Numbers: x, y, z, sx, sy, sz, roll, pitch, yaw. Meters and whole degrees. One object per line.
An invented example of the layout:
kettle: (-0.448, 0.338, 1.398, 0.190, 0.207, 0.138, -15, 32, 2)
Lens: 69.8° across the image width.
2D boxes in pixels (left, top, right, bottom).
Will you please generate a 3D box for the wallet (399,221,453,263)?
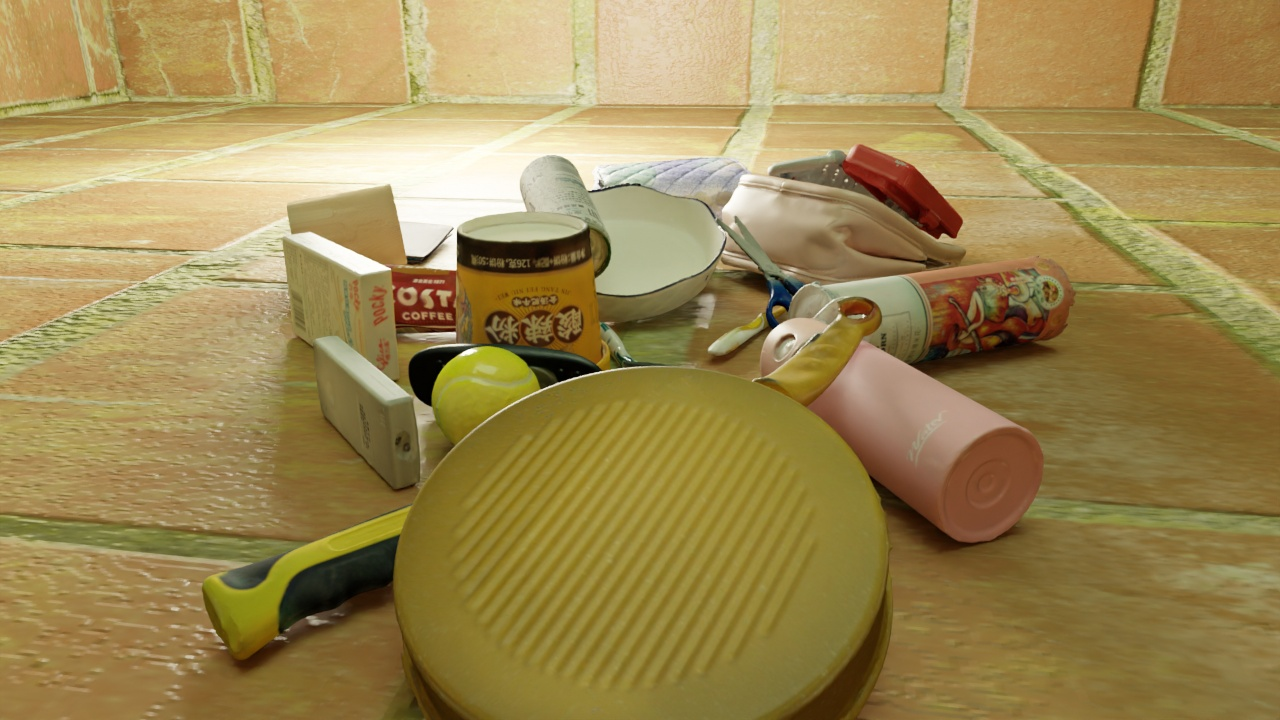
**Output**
wallet: (-0.274, -0.133, 1.039, 0.096, 0.020, 0.122, 2, 23, 6)

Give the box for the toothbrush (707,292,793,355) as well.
toothbrush: (0.101, -0.036, 0.770, 0.016, 0.018, 0.190, 10, 21, 29)

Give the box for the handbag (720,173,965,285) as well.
handbag: (0.216, -0.116, 0.910, 0.233, 0.093, 0.193, 4, 13, -31)

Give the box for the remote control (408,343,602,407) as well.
remote control: (-0.086, 0.012, 0.603, 0.136, 0.053, 0.024, 4, 30, 11)

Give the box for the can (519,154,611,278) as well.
can: (-0.067, -0.125, 0.797, 0.058, 0.058, 0.146, -6, 36, -13)

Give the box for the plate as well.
plate: (-0.023, -0.100, 0.848, 0.205, 0.046, 0.204, -2, 35, 1)

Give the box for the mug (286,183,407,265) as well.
mug: (-0.303, -0.137, 0.952, 0.103, 0.084, 0.124, -12, 22, -14)

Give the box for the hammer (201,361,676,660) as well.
hammer: (-0.057, 0.067, 0.482, 0.322, 0.032, 0.126, -18, 34, -35)

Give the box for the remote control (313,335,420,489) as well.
remote control: (-0.170, 0.028, 0.562, 0.019, 0.056, 0.135, -14, 24, -33)

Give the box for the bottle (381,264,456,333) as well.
bottle: (-0.152, -0.048, 0.758, 0.175, 0.057, 0.057, 3, 21, 9)

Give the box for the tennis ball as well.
tennis ball: (-0.093, 0.024, 0.557, 0.065, 0.065, 0.065, -1, 21, 0)

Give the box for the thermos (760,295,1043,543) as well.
thermos: (0.144, 0.021, 0.535, 0.067, 0.087, 0.198, 36, 5, -28)

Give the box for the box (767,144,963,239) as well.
box: (0.238, -0.173, 0.950, 0.161, 0.058, 0.200, 16, 2, 33)

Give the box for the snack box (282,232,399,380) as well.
snack box: (-0.234, -0.043, 0.709, 0.026, 0.085, 0.157, -15, 26, -37)

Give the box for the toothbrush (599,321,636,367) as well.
toothbrush: (-0.004, 0.004, 0.678, 0.018, 0.016, 0.191, 3, 19, -19)

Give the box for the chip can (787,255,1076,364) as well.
chip can: (0.221, -0.035, 0.693, 0.214, 0.071, 0.071, -9, 23, -22)

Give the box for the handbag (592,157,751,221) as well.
handbag: (0.040, -0.199, 1.127, 0.194, 0.076, 0.134, -5, 26, -8)

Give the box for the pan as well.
pan: (0.042, 0.045, 0.427, 0.198, 0.078, 0.356, 18, 46, 27)

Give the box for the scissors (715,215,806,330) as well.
scissors: (0.107, -0.070, 0.781, 0.172, 0.012, 0.132, 31, 45, 17)

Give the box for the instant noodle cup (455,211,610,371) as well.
instant noodle cup: (-0.081, -0.042, 0.661, 0.118, 0.114, 0.118, 0, 21, 0)
